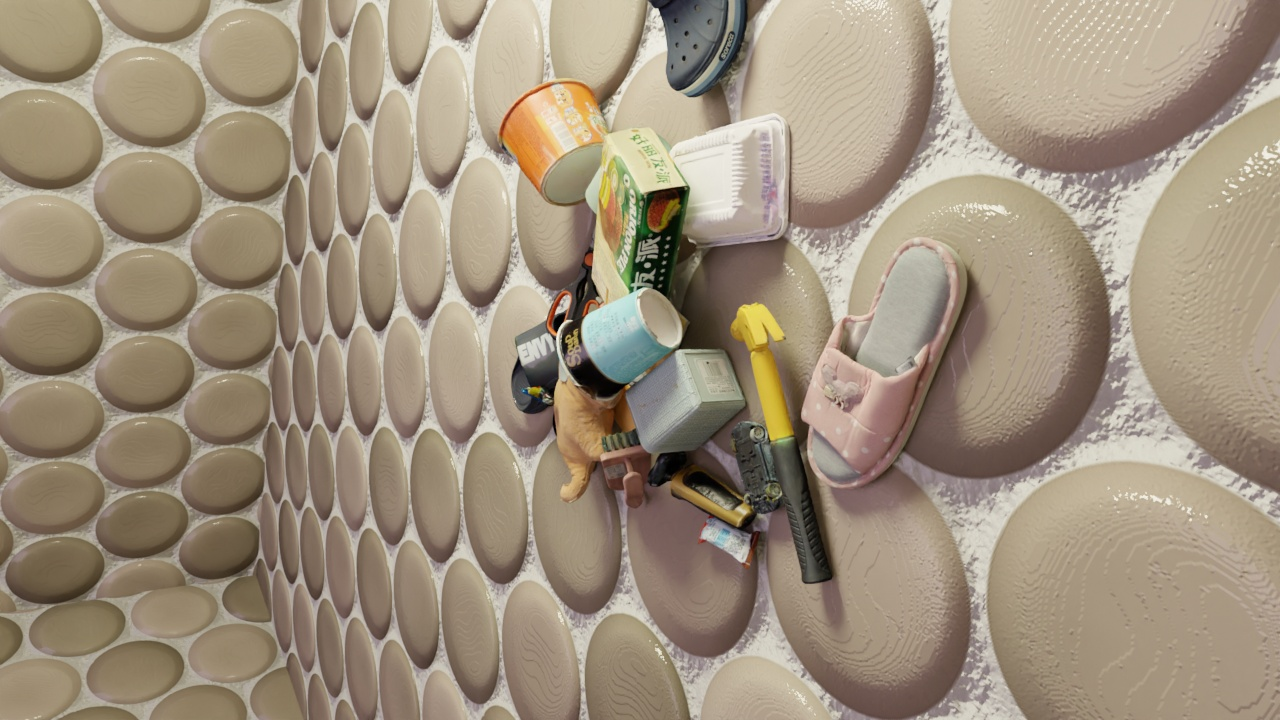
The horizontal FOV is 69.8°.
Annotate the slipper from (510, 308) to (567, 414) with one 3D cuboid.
[{"bbox_3d":[-0.154,0.009,1.398,0.269,0.083,0.110,-42,60,50],"label":"slipper"}]

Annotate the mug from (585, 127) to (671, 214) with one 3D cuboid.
[{"bbox_3d":[-0.008,-0.242,1.174,0.107,0.082,0.111,-54,15,38],"label":"mug"}]

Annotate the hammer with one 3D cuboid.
[{"bbox_3d":[0.150,0.084,0.968,0.129,0.033,0.300,109,148,-83],"label":"hammer"}]

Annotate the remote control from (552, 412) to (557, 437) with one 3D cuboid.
[{"bbox_3d":[-0.106,0.115,1.382,0.136,0.024,0.053,53,134,40],"label":"remote control"}]

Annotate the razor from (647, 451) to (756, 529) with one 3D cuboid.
[{"bbox_3d":[0.074,0.153,1.093,0.167,0.062,0.068,27,146,48],"label":"razor"}]

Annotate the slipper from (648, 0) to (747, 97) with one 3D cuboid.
[{"bbox_3d":[0.057,-0.435,1.049,0.105,0.095,0.252,-3,86,59],"label":"slipper"}]

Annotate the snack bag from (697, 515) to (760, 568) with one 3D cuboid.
[{"bbox_3d":[0.102,0.208,1.076,0.104,0.026,0.048,11,78,54],"label":"snack bag"}]

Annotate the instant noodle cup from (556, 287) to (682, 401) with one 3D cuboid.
[{"bbox_3d":[-0.018,-0.024,1.078,0.121,0.111,0.111,-29,67,33],"label":"instant noodle cup"}]

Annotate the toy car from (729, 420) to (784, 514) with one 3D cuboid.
[{"bbox_3d":[0.132,0.118,1.024,0.049,0.031,0.105,-34,66,51],"label":"toy car"}]

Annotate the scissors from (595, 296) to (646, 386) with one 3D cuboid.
[{"bbox_3d":[-0.022,0.011,1.183,0.015,0.214,0.196,82,-159,-65],"label":"scissors"}]

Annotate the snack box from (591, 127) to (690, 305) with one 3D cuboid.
[{"bbox_3d":[-0.006,-0.148,1.102,0.241,0.063,0.114,99,150,-50],"label":"snack box"}]

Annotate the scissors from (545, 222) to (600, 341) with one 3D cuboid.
[{"bbox_3d":[-0.057,-0.124,1.285,0.125,0.021,0.235,38,101,16],"label":"scissors"}]

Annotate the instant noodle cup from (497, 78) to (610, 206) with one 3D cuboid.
[{"bbox_3d":[-0.104,-0.291,1.257,0.111,0.151,0.152,60,138,23],"label":"instant noodle cup"}]

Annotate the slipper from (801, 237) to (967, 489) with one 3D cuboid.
[{"bbox_3d":[0.219,0.011,0.867,0.114,0.054,0.275,51,133,41],"label":"slipper"}]

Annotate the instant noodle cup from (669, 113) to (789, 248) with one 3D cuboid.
[{"bbox_3d":[0.090,-0.202,1.043,0.174,0.060,0.138,3,95,55],"label":"instant noodle cup"}]

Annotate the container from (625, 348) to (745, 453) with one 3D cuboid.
[{"bbox_3d":[0.055,0.046,1.085,0.112,0.090,0.090,-43,58,45],"label":"container"}]

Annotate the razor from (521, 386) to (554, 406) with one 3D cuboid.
[{"bbox_3d":[-0.141,0.050,1.318,0.022,0.042,0.143,-66,14,-4],"label":"razor"}]

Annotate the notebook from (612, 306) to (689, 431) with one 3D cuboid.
[{"bbox_3d":[-0.006,-0.004,1.240,0.146,0.010,0.207,50,131,42],"label":"notebook"}]

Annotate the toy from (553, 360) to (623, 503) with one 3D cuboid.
[{"bbox_3d":[-0.080,0.086,1.275,0.143,0.082,0.226,-123,39,-56],"label":"toy"}]

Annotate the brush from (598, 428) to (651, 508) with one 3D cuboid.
[{"bbox_3d":[-0.016,0.144,1.183,0.146,0.063,0.073,87,168,-64],"label":"brush"}]
